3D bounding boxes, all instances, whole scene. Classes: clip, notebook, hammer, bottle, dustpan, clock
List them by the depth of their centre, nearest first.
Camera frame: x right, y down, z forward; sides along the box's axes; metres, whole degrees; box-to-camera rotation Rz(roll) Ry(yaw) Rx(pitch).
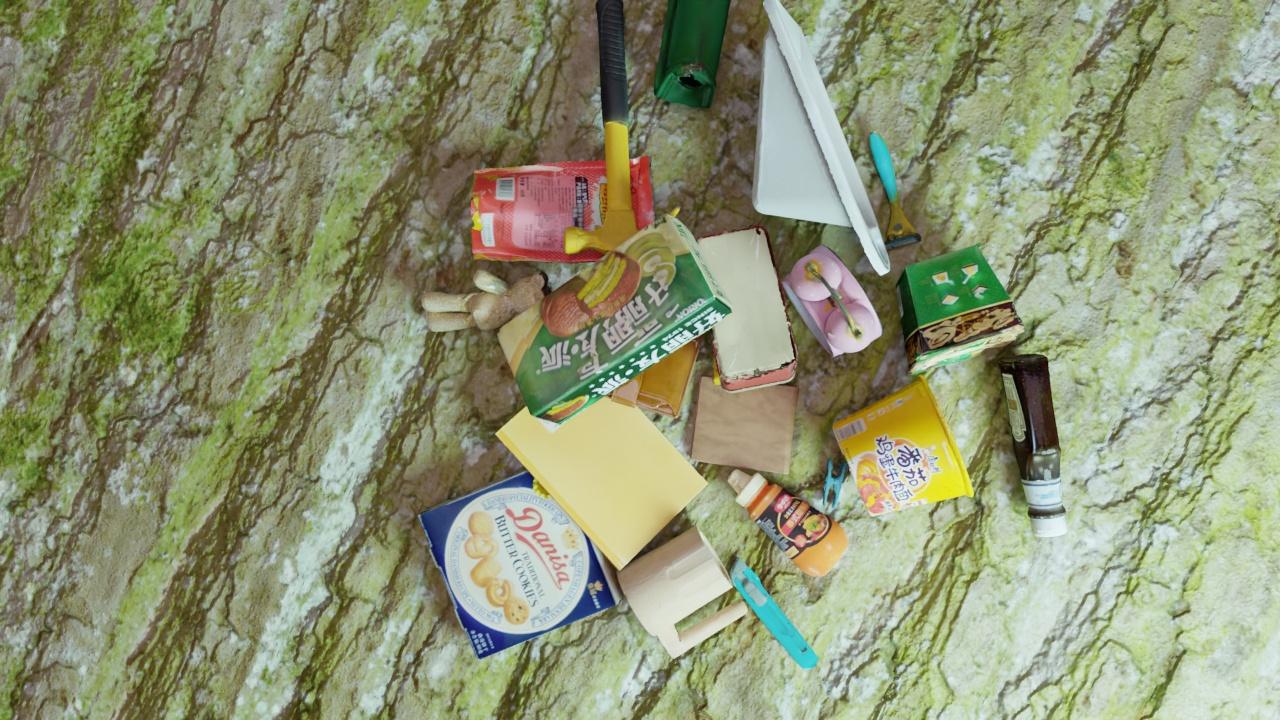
[{"bbox_3d":[0.201,-0.223,0.941,0.143,0.222,0.258,9,102,16],"label":"dustpan"},{"bbox_3d":[0.201,-0.061,0.967,0.060,0.158,0.117,-33,87,3],"label":"clock"},{"bbox_3d":[0.427,0.091,0.990,0.044,0.080,0.195,-9,92,8],"label":"bottle"},{"bbox_3d":[-0.027,-0.261,1.021,0.128,0.033,0.300,-2,81,-9],"label":"hammer"},{"bbox_3d":[0.159,0.174,1.025,0.149,0.066,0.067,39,93,10],"label":"bottle"},{"bbox_3d":[-0.042,0.111,1.035,0.145,0.010,0.206,-42,88,-19],"label":"notebook"},{"bbox_3d":[0.219,0.140,1.041,0.047,0.014,0.057,12,93,2],"label":"clip"}]

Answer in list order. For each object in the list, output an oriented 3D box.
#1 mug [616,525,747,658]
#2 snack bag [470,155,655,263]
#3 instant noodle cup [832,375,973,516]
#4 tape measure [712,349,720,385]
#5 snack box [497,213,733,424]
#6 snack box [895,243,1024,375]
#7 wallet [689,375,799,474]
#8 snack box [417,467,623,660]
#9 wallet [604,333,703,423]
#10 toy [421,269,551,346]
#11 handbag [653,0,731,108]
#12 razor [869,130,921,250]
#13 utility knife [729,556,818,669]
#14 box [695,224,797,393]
[{"bbox_3d":[0.049,0.260,1.026,0.103,0.084,0.124,-32,103,3],"label":"mug"},{"bbox_3d":[-0.087,-0.168,1.039,0.208,0.073,0.128,-2,80,-1],"label":"snack bag"},{"bbox_3d":[0.276,0.099,0.981,0.110,0.138,0.138,-23,89,12],"label":"instant noodle cup"},{"bbox_3d":[0.111,0.000,1.033,0.060,0.029,0.057,1,71,8],"label":"tape measure"},{"bbox_3d":[-0.031,-0.041,0.981,0.240,0.063,0.114,-32,66,16],"label":"snack box"},{"bbox_3d":[0.330,-0.056,0.988,0.117,0.118,0.105,-17,77,4],"label":"snack box"},{"bbox_3d":[0.118,0.072,1.046,0.115,0.020,0.101,6,89,7],"label":"wallet"},{"bbox_3d":[-0.138,0.223,1.054,0.182,0.045,0.178,-23,88,5],"label":"snack box"},{"bbox_3d":[-0.006,0.006,1.042,0.131,0.035,0.119,16,75,3],"label":"wallet"},{"bbox_3d":[-0.175,-0.064,1.051,0.157,0.066,0.105,-6,123,8],"label":"toy"},{"bbox_3d":[0.057,-0.348,0.995,0.068,0.120,0.131,10,89,-1],"label":"handbag"},{"bbox_3d":[0.277,-0.192,1.024,0.043,0.028,0.132,-14,93,34],"label":"razor"},{"bbox_3d":[0.151,0.291,1.048,0.029,0.013,0.151,-39,88,10],"label":"utility knife"},{"bbox_3d":[0.110,-0.058,0.991,0.091,0.080,0.168,-12,72,4],"label":"box"}]
